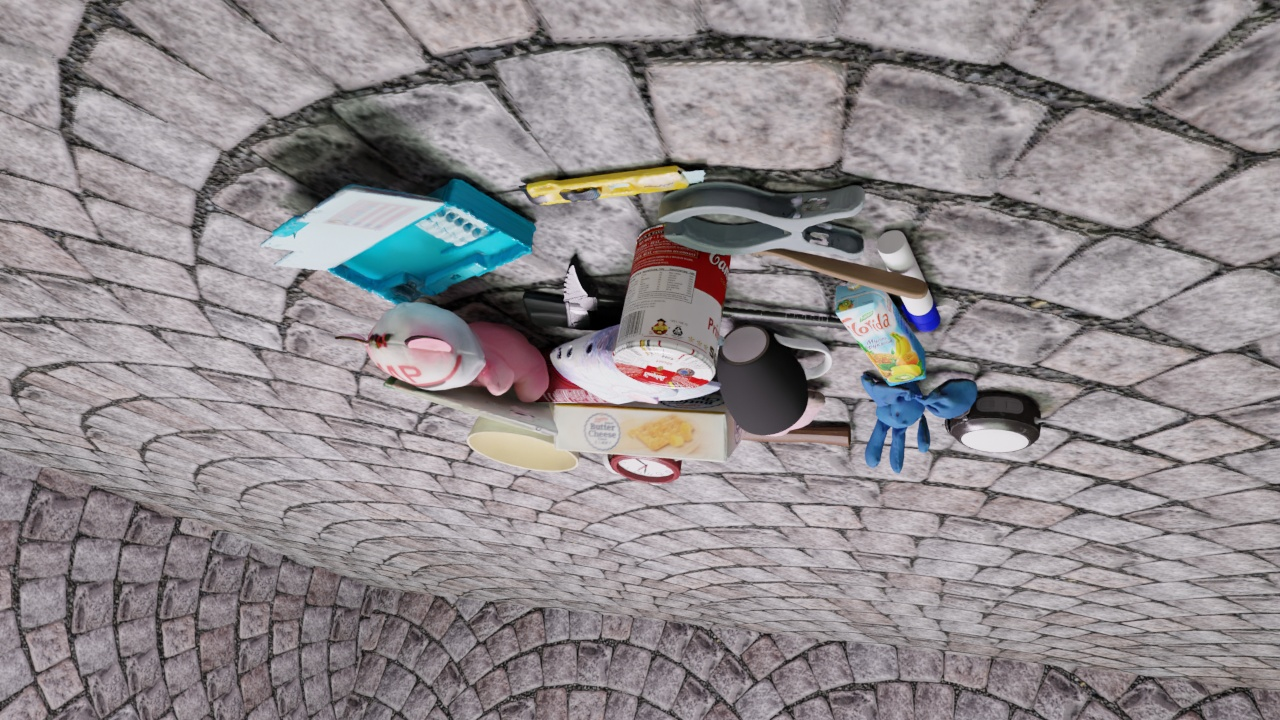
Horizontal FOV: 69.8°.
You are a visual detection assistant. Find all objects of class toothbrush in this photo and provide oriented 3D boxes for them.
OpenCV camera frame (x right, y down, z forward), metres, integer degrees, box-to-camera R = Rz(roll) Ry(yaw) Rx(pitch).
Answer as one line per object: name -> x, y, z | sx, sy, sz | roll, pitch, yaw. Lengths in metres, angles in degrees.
toothbrush -> 0.152, -0.078, 0.752 | 0.167, 0.016, 0.016 | 17, 162, 16

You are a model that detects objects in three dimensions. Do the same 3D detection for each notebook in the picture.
notebook -> -0.188, 0.034, 1.043 | 0.182, 0.010, 0.252 | 17, -176, -10

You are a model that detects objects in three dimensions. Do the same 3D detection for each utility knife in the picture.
utility knife -> -0.024, -0.139, 0.728 | 0.163, 0.017, 0.030 | -4, 162, 25

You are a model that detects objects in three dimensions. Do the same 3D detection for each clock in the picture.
clock -> 0.376, 0.069, 0.988 | 0.123, 0.043, 0.091 | 6, 156, 11
clock -> 0.006, 0.125, 1.190 | 0.096, 0.048, 0.138 | 18, 151, -13

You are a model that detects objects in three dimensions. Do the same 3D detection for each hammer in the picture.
hammer -> 0.104, 0.090, 1.174 | 0.323, 0.033, 0.115 | 1, 153, 20
hammer -> 0.087, -0.050, 0.872 | 0.325, 0.015, 0.095 | 6, 144, 5

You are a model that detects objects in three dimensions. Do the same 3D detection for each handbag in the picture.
handbag -> -0.006, 0.005, 0.916 | 0.126, 0.069, 0.159 | 10, 170, -26

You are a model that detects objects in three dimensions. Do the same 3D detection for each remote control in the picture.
remote control -> -0.047, -0.042, 0.945 | 0.150, 0.022, 0.047 | 8, 156, 6

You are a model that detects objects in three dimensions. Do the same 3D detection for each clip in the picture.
clip -> 0.099, -0.104, 0.738 | 0.163, 0.027, 0.107 | 3, 157, 18

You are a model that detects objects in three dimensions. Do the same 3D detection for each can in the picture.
can -> -0.073, 0.016, 1.039 | 0.114, 0.063, 0.063 | -1, 154, 25
can -> 0.028, -0.045, 0.788 | 0.086, 0.116, 0.087 | 9, 157, 4

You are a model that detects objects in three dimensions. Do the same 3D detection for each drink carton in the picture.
drink carton -> 0.218, -0.026, 0.830 | 0.044, 0.038, 0.129 | -15, 138, 32

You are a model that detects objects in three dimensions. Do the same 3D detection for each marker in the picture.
marker -> 0.226, -0.065, 0.774 | 0.027, 0.023, 0.133 | 21, 167, 37

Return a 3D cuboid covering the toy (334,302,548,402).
toy -> -0.194, -0.010, 0.947 | 0.142, 0.084, 0.212 | 16, -178, 34

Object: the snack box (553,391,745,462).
snack box -> 0.012, 0.071, 1.074 | 0.208, 0.057, 0.104 | 2, -168, 19

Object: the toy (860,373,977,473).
toy -> 0.285, 0.059, 0.975 | 0.113, 0.070, 0.177 | 8, 149, 5

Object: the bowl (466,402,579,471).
bowl -> -0.149, 0.089, 1.224 | 0.151, 0.075, 0.151 | 10, 157, 4

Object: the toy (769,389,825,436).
toy -> 0.155, 0.059, 1.048 | 0.099, 0.052, 0.096 | 4, 150, 1

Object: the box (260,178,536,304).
box -> -0.231, -0.111, 0.829 | 0.185, 0.056, 0.228 | 17, 159, -41

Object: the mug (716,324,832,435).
mug -> 0.134, 0.008, 0.928 | 0.119, 0.084, 0.100 | -25, 135, 6
